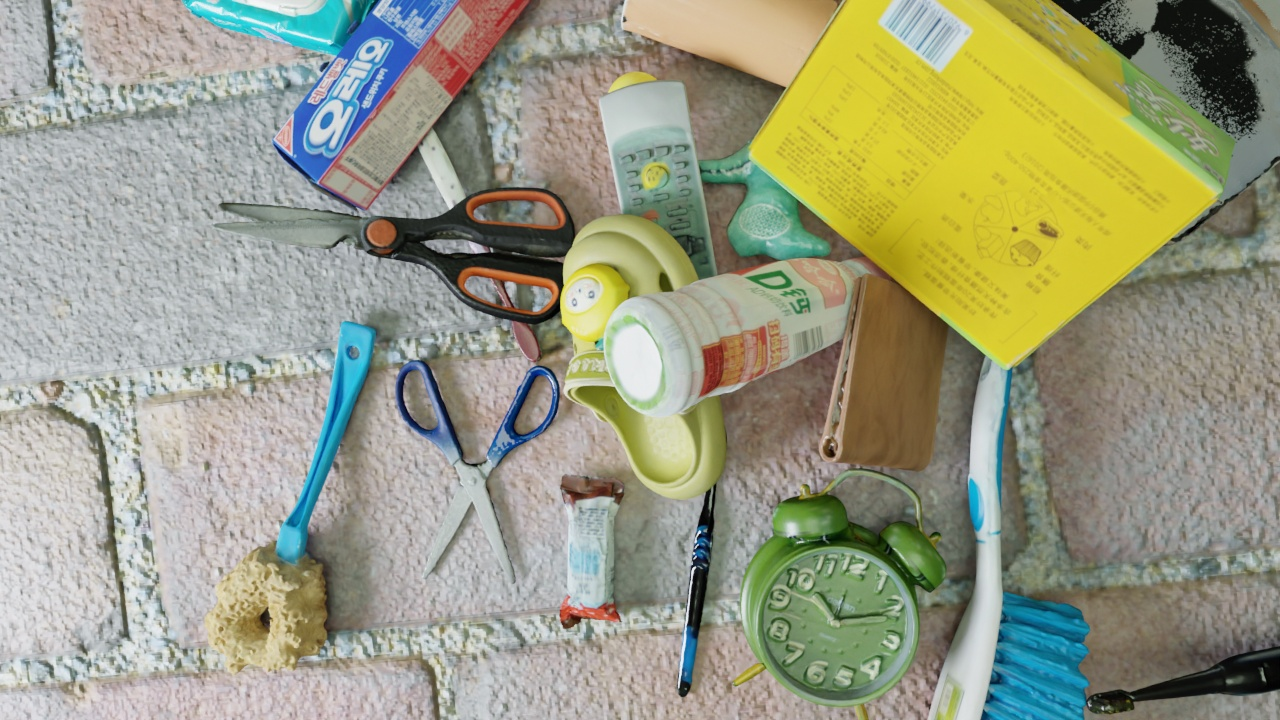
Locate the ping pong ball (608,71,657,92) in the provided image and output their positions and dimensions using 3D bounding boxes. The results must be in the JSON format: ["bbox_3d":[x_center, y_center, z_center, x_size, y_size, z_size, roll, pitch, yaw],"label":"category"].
[{"bbox_3d":[-0.002,-0.170,0.607,0.040,0.040,0.040,0,90,5],"label":"ping pong ball"}]

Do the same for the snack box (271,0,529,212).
[{"bbox_3d":[-0.152,-0.199,0.606,0.057,0.058,0.207,40,93,20],"label":"snack box"}]

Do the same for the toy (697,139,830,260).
[{"bbox_3d":[0.078,-0.108,0.603,0.096,0.030,0.091,3,71,12],"label":"toy"}]

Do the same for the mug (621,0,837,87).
[{"bbox_3d":[0.058,-0.226,0.588,0.123,0.078,0.078,24,92,-1],"label":"mug"}]

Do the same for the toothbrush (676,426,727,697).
[{"bbox_3d":[0.040,0.135,0.619,0.014,0.016,0.189,8,92,10],"label":"toothbrush"}]

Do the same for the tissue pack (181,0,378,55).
[{"bbox_3d":[-0.234,-0.262,0.622,0.133,0.050,0.093,15,91,4],"label":"tissue pack"}]

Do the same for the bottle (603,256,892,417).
[{"bbox_3d":[0.073,-0.025,0.546,0.196,0.068,0.068,-19,88,-34],"label":"bottle"}]

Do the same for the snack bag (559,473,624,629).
[{"bbox_3d":[-0.034,0.130,0.619,0.045,0.026,0.105,1,90,14],"label":"snack bag"}]

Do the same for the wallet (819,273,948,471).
[{"bbox_3d":[0.157,0.011,0.573,0.020,0.101,0.115,10,89,48],"label":"wallet"}]

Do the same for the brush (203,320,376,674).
[{"bbox_3d":[-0.231,0.097,0.634,0.083,0.046,0.254,17,88,9],"label":"brush"}]

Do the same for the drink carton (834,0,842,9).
[{"bbox_3d":[0.151,-0.240,0.590,0.053,0.045,0.122,-10,91,-4],"label":"drink carton"}]

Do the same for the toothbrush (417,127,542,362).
[{"bbox_3d":[-0.111,-0.083,0.631,0.016,0.017,0.187,-28,86,8],"label":"toothbrush"}]

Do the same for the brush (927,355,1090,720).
[{"bbox_3d":[0.232,0.147,0.578,0.109,0.060,0.314,17,89,-2],"label":"brush"}]

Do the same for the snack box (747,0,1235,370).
[{"bbox_3d":[0.187,-0.119,0.521,0.210,0.069,0.158,41,137,6],"label":"snack box"}]

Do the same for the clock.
[{"bbox_3d":[0.129,0.148,0.590,0.116,0.056,0.161,19,92,4],"label":"clock"}]

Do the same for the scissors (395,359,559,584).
[{"bbox_3d":[-0.114,0.068,0.634,0.174,0.012,0.162,-43,88,5],"label":"scissors"}]

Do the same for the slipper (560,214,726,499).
[{"bbox_3d":[-0.003,0.003,0.576,0.092,0.081,0.190,-12,98,37],"label":"slipper"}]

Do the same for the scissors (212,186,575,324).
[{"bbox_3d":[-0.153,-0.091,0.602,0.235,0.022,0.148,27,71,-5],"label":"scissors"}]

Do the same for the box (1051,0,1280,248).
[{"bbox_3d":[0.348,-0.207,0.564,0.259,0.082,0.177,-39,87,0],"label":"box"}]

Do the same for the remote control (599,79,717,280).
[{"bbox_3d":[0.013,-0.111,0.595,0.056,0.019,0.135,-9,110,6],"label":"remote control"}]

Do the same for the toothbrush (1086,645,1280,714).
[{"bbox_3d":[0.371,0.191,0.559,0.212,0.027,0.026,-7,84,-9],"label":"toothbrush"}]
